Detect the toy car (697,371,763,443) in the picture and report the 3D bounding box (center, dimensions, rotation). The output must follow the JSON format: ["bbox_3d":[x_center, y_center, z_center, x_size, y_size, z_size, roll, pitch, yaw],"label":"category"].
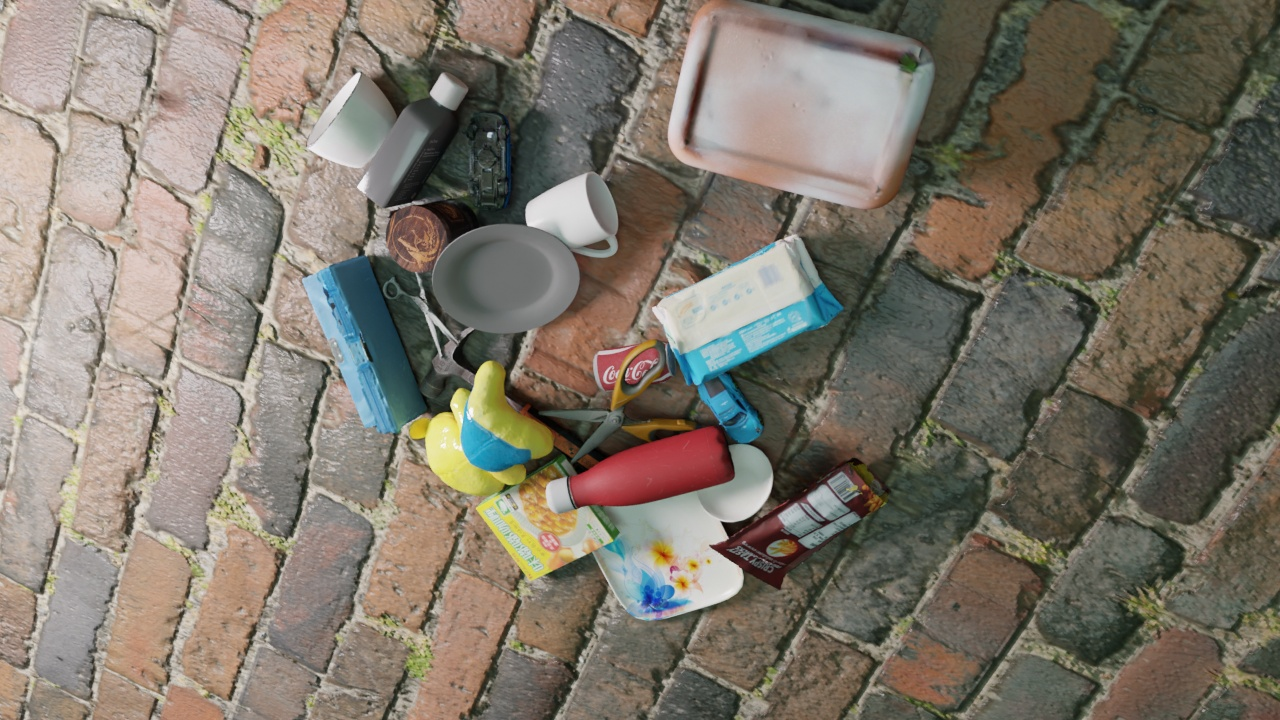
[{"bbox_3d":[0.114,0.060,1.160,0.048,0.032,0.105,-33,98,19],"label":"toy car"}]

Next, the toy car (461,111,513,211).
[{"bbox_3d":[-0.186,-0.246,1.133,0.056,0.043,0.120,5,109,11],"label":"toy car"}]

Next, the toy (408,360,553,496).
[{"bbox_3d":[-0.211,0.107,1.183,0.149,0.083,0.215,51,135,-6],"label":"toy"}]

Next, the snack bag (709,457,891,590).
[{"bbox_3d":[0.206,0.208,1.149,0.208,0.066,0.139,-43,129,18],"label":"snack bag"}]

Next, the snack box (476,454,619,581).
[{"bbox_3d":[-0.128,0.217,1.246,0.168,0.027,0.132,-32,97,32],"label":"snack box"}]

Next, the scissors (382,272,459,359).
[{"bbox_3d":[-0.280,-0.086,1.202,0.142,0.014,0.147,27,107,21],"label":"scissors"}]

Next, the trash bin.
[{"bbox_3d":[0.172,-0.274,0.983,0.260,0.157,0.182,16,109,7],"label":"trash bin"}]

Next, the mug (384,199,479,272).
[{"bbox_3d":[-0.272,-0.164,1.143,0.116,0.107,0.080,21,109,6],"label":"mug"}]

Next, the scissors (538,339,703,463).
[{"bbox_3d":[-0.012,0.059,1.149,0.225,0.016,0.230,8,127,-9],"label":"scissors"}]

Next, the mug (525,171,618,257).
[{"bbox_3d":[-0.077,-0.165,1.122,0.088,0.080,0.114,-16,132,22],"label":"mug"}]

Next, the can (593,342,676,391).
[{"bbox_3d":[-0.007,0.007,1.160,0.097,0.054,0.054,-9,103,15],"label":"can"}]

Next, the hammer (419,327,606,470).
[{"bbox_3d":[-0.134,0.071,1.220,0.314,0.035,0.138,35,110,1],"label":"hammer"}]

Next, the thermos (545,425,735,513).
[{"bbox_3d":[-0.004,0.145,1.156,0.240,0.073,0.073,-16,102,7],"label":"thermos"}]

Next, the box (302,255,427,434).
[{"bbox_3d":[-0.387,-0.012,1.225,0.112,0.094,0.231,-15,102,19],"label":"box"}]

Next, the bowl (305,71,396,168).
[{"bbox_3d":[-0.350,-0.289,1.128,0.065,0.116,0.116,35,113,-31],"label":"bowl"}]

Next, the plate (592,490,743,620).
[{"bbox_3d":[0.032,0.257,1.239,0.187,0.016,0.187,-22,103,19],"label":"plate"}]

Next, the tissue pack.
[{"bbox_3d":[0.126,-0.061,1.104,0.210,0.066,0.117,-26,98,17],"label":"tissue pack"}]

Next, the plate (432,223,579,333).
[{"bbox_3d":[-0.164,-0.100,1.126,0.178,0.012,0.179,-6,138,-6],"label":"plate"}]

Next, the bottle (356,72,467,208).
[{"bbox_3d":[-0.271,-0.271,1.126,0.046,0.083,0.174,39,109,0],"label":"bottle"}]

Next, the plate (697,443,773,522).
[{"bbox_3d":[0.124,0.159,1.168,0.104,0.026,0.104,-15,57,24],"label":"plate"}]
